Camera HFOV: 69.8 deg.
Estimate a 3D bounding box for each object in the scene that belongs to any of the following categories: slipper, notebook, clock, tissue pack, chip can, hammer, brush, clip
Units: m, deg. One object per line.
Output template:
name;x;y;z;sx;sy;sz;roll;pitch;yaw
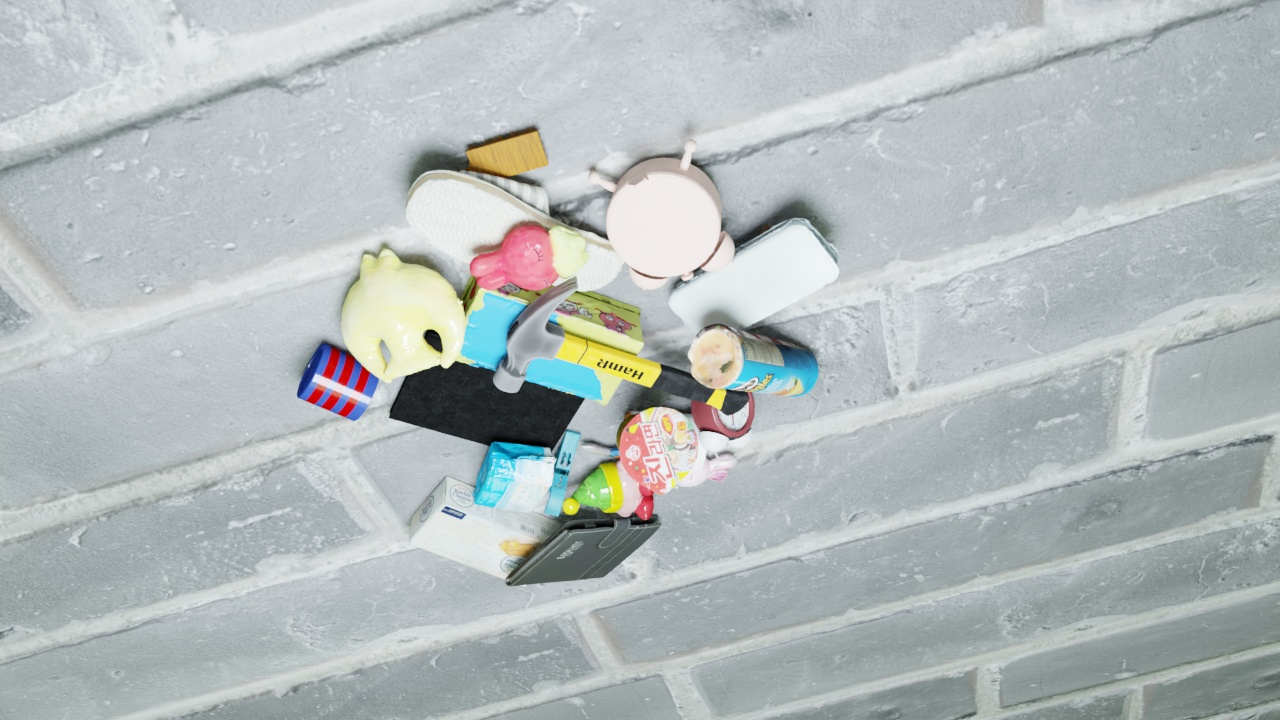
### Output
slipper;-0.140;-0.149;1.061;0.272;0.054;0.115;21;128;-34
notebook;-0.080;0.288;1.392;0.208;0.029;0.170;6;137;-51
notebook;-0.200;0.048;1.238;0.231;0.019;0.170;19;125;-22
clock;0.115;0.074;1.248;0.087;0.124;0.044;-4;177;-40
tissue pack;-0.178;0.164;1.293;0.092;0.061;0.145;12;146;-15
chip can;0.148;0.004;1.163;0.080;0.079;0.229;-42;154;23
hammer;-0.007;0.007;1.127;0.324;0.034;0.170;18;124;-22
brush;-0.169;-0.223;1.021;0.126;0.017;0.048;-15;130;4
clock;0.027;-0.156;1.051;0.131;0.086;0.160;-14;128;17
clip;-0.119;0.172;1.309;0.033;0.118;0.120;20;136;-14

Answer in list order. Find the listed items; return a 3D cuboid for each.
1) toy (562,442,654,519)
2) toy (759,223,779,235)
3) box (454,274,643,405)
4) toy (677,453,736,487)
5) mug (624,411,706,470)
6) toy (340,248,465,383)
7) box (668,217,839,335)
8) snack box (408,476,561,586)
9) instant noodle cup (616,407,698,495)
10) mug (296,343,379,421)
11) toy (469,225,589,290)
toy;-0.042;0.183;1.326;0.131;0.096;0.124;8;124;0
toy;0.185;-0.138;1.124;0.101;0.041;0.055;24;155;-34
box;-0.119;-0.036;1.146;0.221;0.079;0.125;18;125;-18
toy;0.084;0.159;1.352;0.110;0.047;0.064;-1;138;-12
mug;0.032;0.113;1.283;0.105;0.082;0.082;2;129;-11
toy;-0.284;-0.056;1.086;0.171;0.064;0.155;-13;100;23
box;0.137;-0.093;1.116;0.214;0.063;0.118;-24;129;35
snack box;-0.231;0.260;1.382;0.207;0.057;0.104;28;121;-27
instant noodle cup;0.012;0.104;1.178;0.100;0.112;0.100;-1;93;-11
mug;-0.392;0.033;1.172;0.076;0.074;0.112;28;147;-27
toy;-0.125;-0.113;1.033;0.135;0.045;0.092;-14;142;-6
